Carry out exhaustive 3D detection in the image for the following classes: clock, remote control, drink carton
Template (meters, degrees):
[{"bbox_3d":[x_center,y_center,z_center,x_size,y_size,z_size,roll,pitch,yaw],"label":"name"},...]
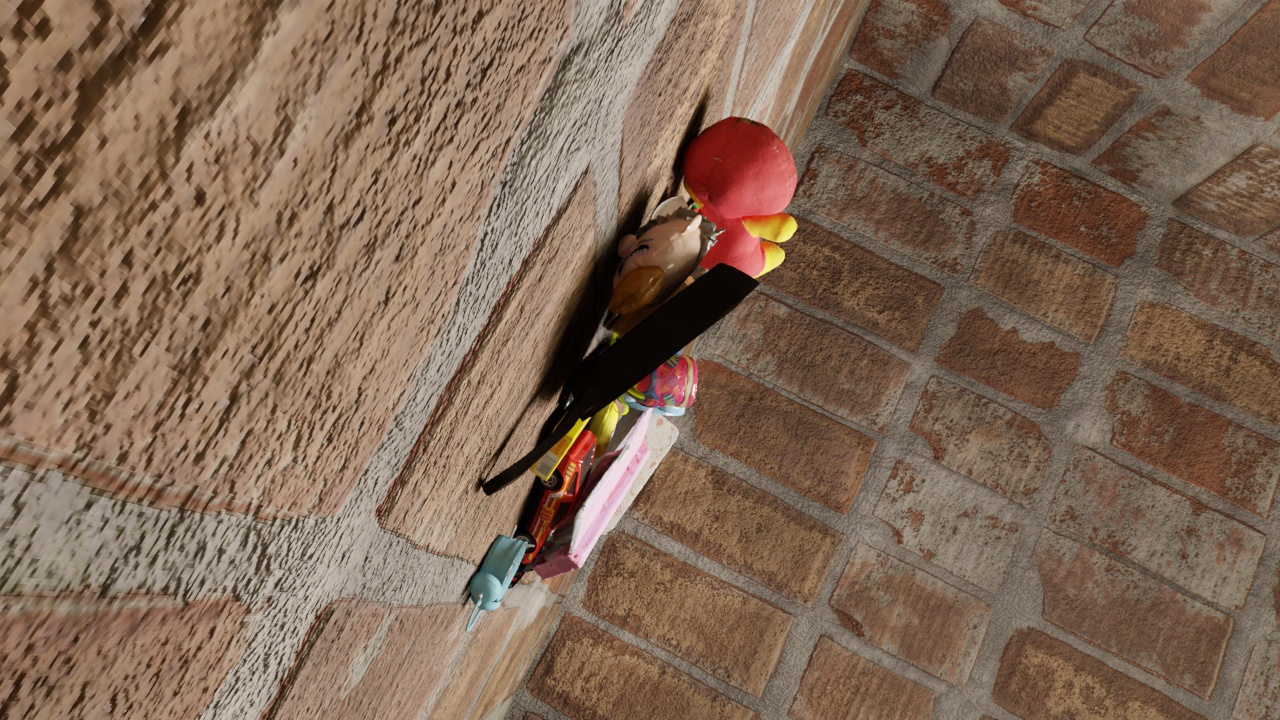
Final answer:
[{"bbox_3d":[0.020,0.050,1.463,0.162,0.118,0.060,-84,-172,-80],"label":"clock"},{"bbox_3d":[-0.063,0.014,1.050,0.039,0.010,0.124,-66,174,30],"label":"remote control"},{"bbox_3d":[-0.166,0.253,1.047,0.087,0.042,0.123,106,10,-63],"label":"clock"},{"bbox_3d":[0.029,-0.149,1.067,0.069,0.039,0.122,-62,-179,-7],"label":"drink carton"}]

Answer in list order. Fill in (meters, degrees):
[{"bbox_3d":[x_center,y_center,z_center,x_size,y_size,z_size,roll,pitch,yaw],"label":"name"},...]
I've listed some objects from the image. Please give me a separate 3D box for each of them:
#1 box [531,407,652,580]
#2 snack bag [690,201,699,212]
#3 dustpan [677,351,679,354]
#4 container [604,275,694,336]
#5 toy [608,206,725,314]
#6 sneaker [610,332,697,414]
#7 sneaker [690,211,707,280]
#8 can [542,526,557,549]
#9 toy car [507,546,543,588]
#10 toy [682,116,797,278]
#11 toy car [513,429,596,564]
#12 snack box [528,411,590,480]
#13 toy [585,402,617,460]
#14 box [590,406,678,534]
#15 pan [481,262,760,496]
[{"bbox_3d":[-0.048,0.182,1.242,0.232,0.059,0.180,-54,-179,-43],"label":"box"},{"bbox_3d":[0.097,-0.240,1.268,0.087,0.044,0.154,-55,172,18],"label":"snack bag"},{"bbox_3d":[0.046,-0.054,1.386,0.258,0.059,0.245,131,-24,-61],"label":"dustpan"},{"bbox_3d":[0.019,-0.065,1.065,0.114,0.061,0.063,-50,178,13],"label":"container"},{"bbox_3d":[0.009,-0.094,0.904,0.133,0.076,0.175,-49,-176,27],"label":"toy"},{"bbox_3d":[-0.007,0.008,1.190,0.242,0.091,0.116,-168,-98,-72],"label":"sneaker"},{"bbox_3d":[0.069,-0.110,1.195,0.234,0.079,0.088,-64,176,-48],"label":"sneaker"},{"bbox_3d":[-0.133,0.275,1.405,0.053,0.053,0.101,-64,174,1],"label":"can"},{"bbox_3d":[-0.158,0.274,1.256,0.091,0.036,0.042,-62,175,-10],"label":"toy car"},{"bbox_3d":[0.107,-0.182,1.043,0.217,0.147,0.098,87,28,-56],"label":"toy"},{"bbox_3d":[-0.109,0.175,1.170,0.190,0.056,0.081,-63,174,29],"label":"toy car"},{"bbox_3d":[-0.075,0.069,1.065,0.075,0.025,0.151,-56,180,34],"label":"snack box"},{"bbox_3d":[-0.060,0.104,1.357,0.096,0.041,0.094,115,0,-54],"label":"toy"},{"bbox_3d":[-0.046,0.171,1.501,0.215,0.094,0.108,-53,-160,-20],"label":"box"},{"bbox_3d":[-0.025,0.010,0.900,0.355,0.043,0.249,-39,-178,-31],"label":"pan"}]
